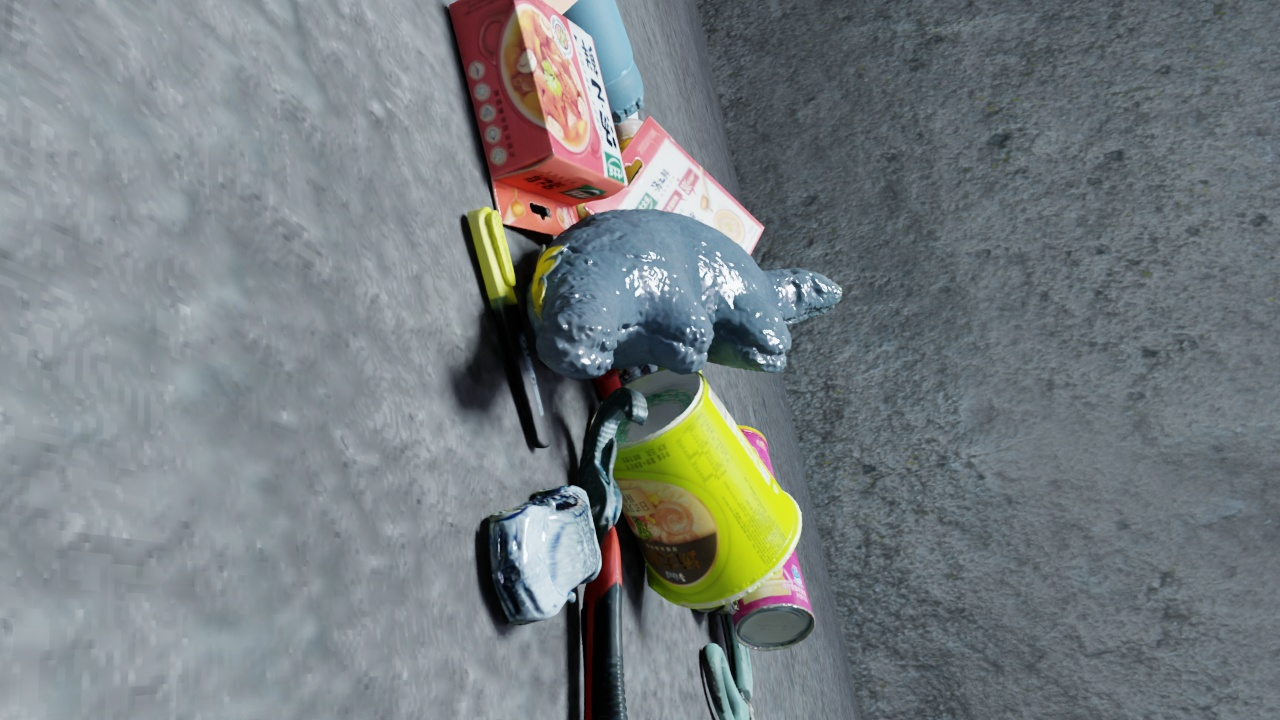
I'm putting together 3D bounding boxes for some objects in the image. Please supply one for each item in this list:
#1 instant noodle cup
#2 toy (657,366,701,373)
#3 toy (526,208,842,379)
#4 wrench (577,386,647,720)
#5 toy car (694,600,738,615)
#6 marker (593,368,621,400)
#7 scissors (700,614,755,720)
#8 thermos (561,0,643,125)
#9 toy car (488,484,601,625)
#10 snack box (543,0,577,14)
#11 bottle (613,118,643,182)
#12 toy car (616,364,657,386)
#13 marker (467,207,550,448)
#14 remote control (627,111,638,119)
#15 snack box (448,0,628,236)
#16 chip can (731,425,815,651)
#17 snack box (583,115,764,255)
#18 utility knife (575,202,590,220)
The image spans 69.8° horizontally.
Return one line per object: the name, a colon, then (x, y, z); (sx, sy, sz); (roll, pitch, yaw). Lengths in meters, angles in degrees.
instant noodle cup: (0.028, 0.074, 0.584); (0.123, 0.112, 0.111); (60, 17, -25)
toy: (0.030, 0.013, 0.773); (0.097, 0.031, 0.100); (137, -34, -65)
toy: (0.018, -0.040, 0.556); (0.355, 0.138, 0.091); (-10, 120, -57)
wrench: (-0.015, 0.131, 0.449); (0.016, 0.056, 0.272); (22, 48, -26)
toy car: (0.046, 0.135, 0.736); (0.070, 0.042, 0.158); (-81, 152, -63)
marker: (-0.002, 0.071, 0.641); (0.017, 0.017, 0.145); (-80, 154, -63)
scissors: (0.078, 0.262, 0.788); (0.170, 0.019, 0.171); (63, 18, -50)
thermos: (-0.056, -0.277, 0.691); (0.070, 0.070, 0.221); (-92, 164, -46)
toy car: (-0.039, 0.085, 0.415); (0.105, 0.031, 0.049); (-5, 81, -77)
snack box: (-0.047, -0.294, 0.614); (0.157, 0.026, 0.084); (-50, 137, -26)
bottle: (0.004, -0.106, 0.751); (0.068, 0.068, 0.189); (39, 38, -71)
toy car: (-0.004, 0.004, 0.667); (0.121, 0.037, 0.054); (65, 15, -54)
marker: (-0.063, -0.015, 0.458); (0.018, 0.015, 0.124); (-38, 115, -71)
remote control: (-0.017, -0.209, 0.856); (0.055, 0.020, 0.136); (5, 78, -70)
snack box: (-0.054, -0.142, 0.545); (0.113, 0.044, 0.127); (-6, 82, -70)
chip can: (0.104, 0.158, 0.848); (0.210, 0.071, 0.071); (-99, 168, -49)
snack box: (0.018, -0.096, 0.683); (0.127, 0.044, 0.113); (41, 54, -15)
utility knife: (-0.063, -0.164, 0.626); (0.030, 0.021, 0.205); (-96, 172, -52)
